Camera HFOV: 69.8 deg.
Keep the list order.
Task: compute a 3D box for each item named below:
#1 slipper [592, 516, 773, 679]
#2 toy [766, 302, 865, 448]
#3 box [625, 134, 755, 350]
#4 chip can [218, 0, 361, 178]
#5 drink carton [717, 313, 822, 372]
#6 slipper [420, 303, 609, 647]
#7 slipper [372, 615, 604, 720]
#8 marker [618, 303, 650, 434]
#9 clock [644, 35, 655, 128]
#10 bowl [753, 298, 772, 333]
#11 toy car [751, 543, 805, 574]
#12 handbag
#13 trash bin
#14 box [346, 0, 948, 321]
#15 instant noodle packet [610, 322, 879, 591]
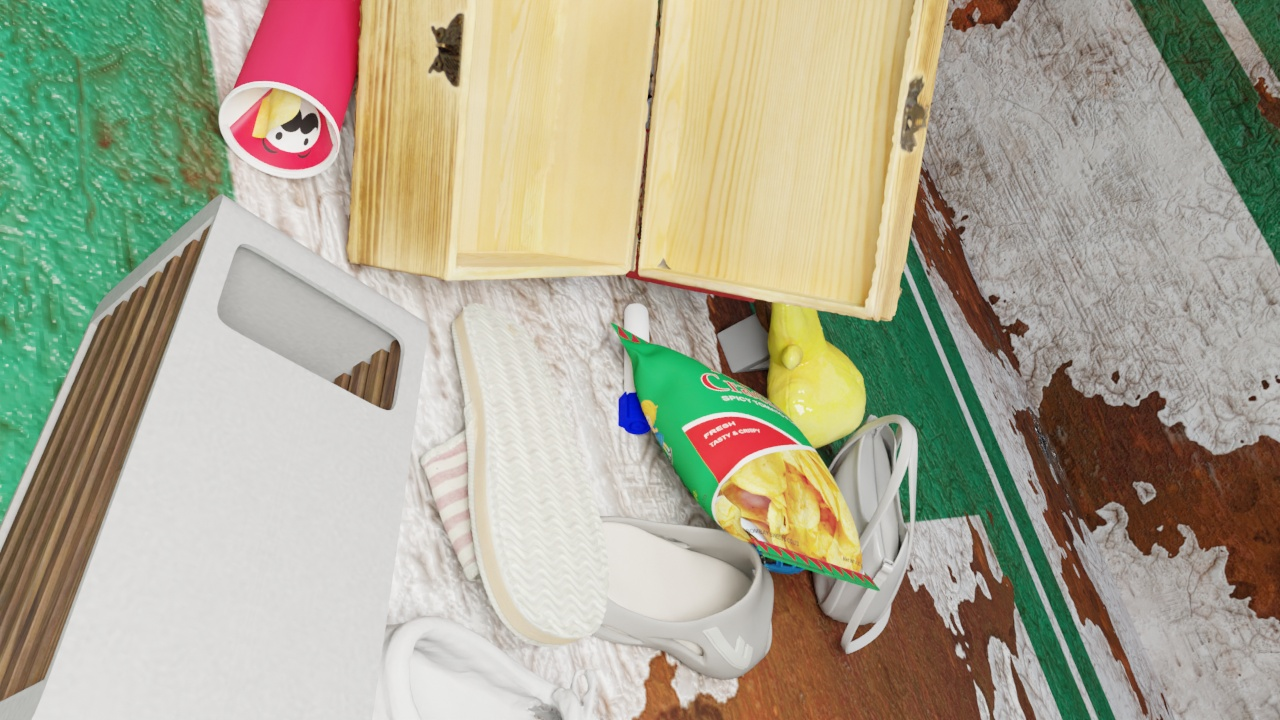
[{"bbox_3d":[0.047,0.174,0.709,0.265,0.081,0.112,31,38,-43],"label":"slipper"},{"bbox_3d":[0.171,0.007,0.933,0.208,0.092,0.133,64,30,-25],"label":"toy"},{"bbox_3d":[0.046,-0.128,0.954,0.213,0.165,0.153,-80,178,-49],"label":"box"},{"bbox_3d":[-0.220,-0.222,0.621,0.069,0.069,0.220,37,38,-38],"label":"chip can"},{"bbox_3d":[0.151,-0.022,1.048,0.124,0.076,0.048,-4,70,-54],"label":"drink carton"},{"bbox_3d":[-0.089,0.069,0.609,0.115,0.052,0.262,29,32,-42],"label":"slipper"},{"bbox_3d":[-0.067,0.214,0.514,0.247,0.075,0.112,46,49,-31],"label":"slipper"},{"bbox_3d":[-0.005,0.005,0.825,0.027,0.023,0.133,19,47,-23],"label":"marker"},{"bbox_3d":[-0.017,-0.248,0.786,0.123,0.095,0.035,31,33,20],"label":"clock"},{"bbox_3d":[0.136,-0.079,0.961,0.114,0.026,0.101,68,38,-48],"label":"bowl"},{"bbox_3d":[0.132,0.179,0.872,0.120,0.056,0.043,15,76,-46],"label":"toy car"},{"bbox_3d":[0.235,0.152,0.899,0.095,0.223,0.215,10,45,-1],"label":"handbag"},{"bbox_3d":[-0.184,0.064,0.392,0.114,0.115,0.228,36,39,-39],"label":"trash bin"},{"bbox_3d":[0.026,-0.182,0.626,0.285,0.335,0.279,-13,111,-62],"label":"box"},{"bbox_3d":[0.088,0.080,0.774,0.195,0.090,0.252,27,23,-47],"label":"instant noodle packet"}]
